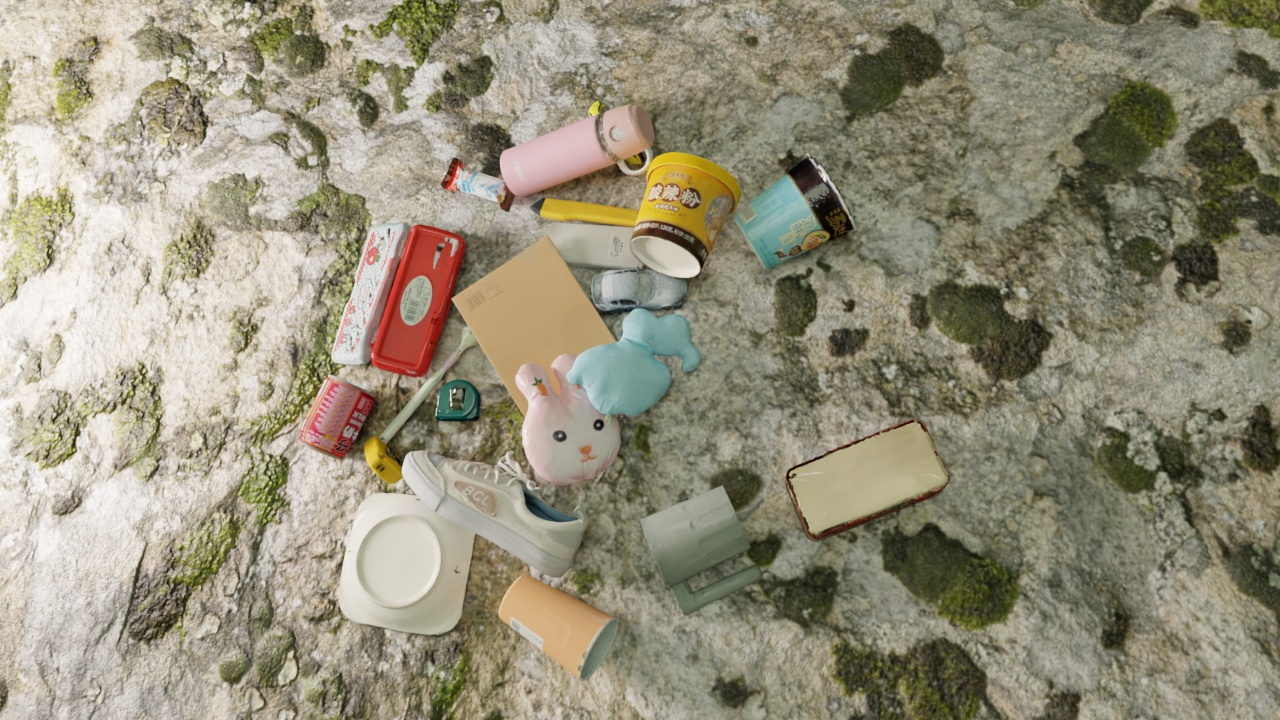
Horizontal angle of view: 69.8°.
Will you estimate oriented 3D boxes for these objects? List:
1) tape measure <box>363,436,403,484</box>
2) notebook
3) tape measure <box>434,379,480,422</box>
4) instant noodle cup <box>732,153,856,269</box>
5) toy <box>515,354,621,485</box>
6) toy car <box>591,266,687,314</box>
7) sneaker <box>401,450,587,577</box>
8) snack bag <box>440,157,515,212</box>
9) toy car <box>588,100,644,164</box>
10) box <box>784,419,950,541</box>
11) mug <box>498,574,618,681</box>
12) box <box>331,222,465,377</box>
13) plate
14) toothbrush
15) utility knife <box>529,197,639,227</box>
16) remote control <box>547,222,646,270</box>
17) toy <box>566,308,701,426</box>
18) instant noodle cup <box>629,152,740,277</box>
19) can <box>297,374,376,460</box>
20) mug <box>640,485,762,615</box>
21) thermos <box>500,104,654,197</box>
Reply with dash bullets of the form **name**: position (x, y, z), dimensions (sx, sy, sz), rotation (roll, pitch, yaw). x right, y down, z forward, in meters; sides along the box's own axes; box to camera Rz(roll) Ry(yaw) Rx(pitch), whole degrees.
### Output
- **tape measure**: position (-0.314, 0.124, 1.138), dimensions (0.029, 0.057, 0.060), rotation (-41, 32, -1)
- **notebook**: position (-0.125, -0.034, 1.159), dimensions (0.149, 0.012, 0.211), rotation (-33, 80, 1)
- **tape measure**: position (-0.231, 0.051, 1.161), dimensions (0.058, 0.025, 0.054), rotation (-1, 76, 9)
- **instant noodle cup**: position (0.182, -0.172, 1.116), dimensions (0.120, 0.111, 0.111), rotation (-32, 72, 8)
- **toy**: position (-0.091, 0.069, 1.102), dimensions (0.121, 0.054, 0.159), rotation (-17, 75, -24)
- **toy car**: position (-0.001, -0.089, 1.155), dimensions (0.121, 0.037, 0.054), rotation (-2, 74, 5)
- **sneaker**: position (-0.171, 0.156, 1.086), dimensions (0.242, 0.089, 0.091), rotation (29, 97, 12)
- **snack bag**: position (-0.215, -0.237, 1.236), dimensions (0.104, 0.026, 0.048), rotation (23, 93, 15)
- **toy car**: position (-0.033, -0.296, 1.209), dimensions (0.032, 0.048, 0.105), rotation (-39, 72, -1)
- **box**: position (0.253, 0.136, 1.028), dimensions (0.168, 0.077, 0.091), rotation (-22, 72, 4)
- **mug**: position (-0.097, 0.300, 1.048), dimensions (0.123, 0.078, 0.078), rotation (25, 80, 20)
- **box**: position (-0.321, -0.084, 1.199), dimensions (0.160, 0.065, 0.201), rotation (10, 76, 16)
- **plate**: position (-0.288, 0.244, 1.115), dimensions (0.164, 0.034, 0.164), rotation (5, 76, 10)
- **toothbrush**: position (-0.273, 0.035, 1.177), dimensions (0.029, 0.020, 0.189), rotation (41, 86, -16)
- **utility knife**: position (-0.070, -0.192, 1.202), dimensions (0.154, 0.015, 0.033), rotation (10, 57, 12)
- **remote control**: position (-0.056, -0.147, 1.187), dimensions (0.135, 0.019, 0.056), rotation (5, 76, 11)
- **toy**: position (-0.007, 0.006, 1.110), dimensions (0.161, 0.050, 0.156), rotation (10, 66, -9)
- **instant noodle cup**: position (0.048, -0.173, 1.118), dimensions (0.118, 0.118, 0.114), rotation (18, 72, 14)
- **can**: position (-0.384, 0.073, 1.160), dimensions (0.066, 0.066, 0.093), rotation (21, 79, 14)
- **mug**: position (0.071, 0.216, 1.045), dimensions (0.103, 0.083, 0.124), rotation (-25, 99, 1)
- **thermos**: position (-0.077, -0.259, 1.172), dimensions (0.199, 0.067, 0.087), rotation (-13, 104, 24)
